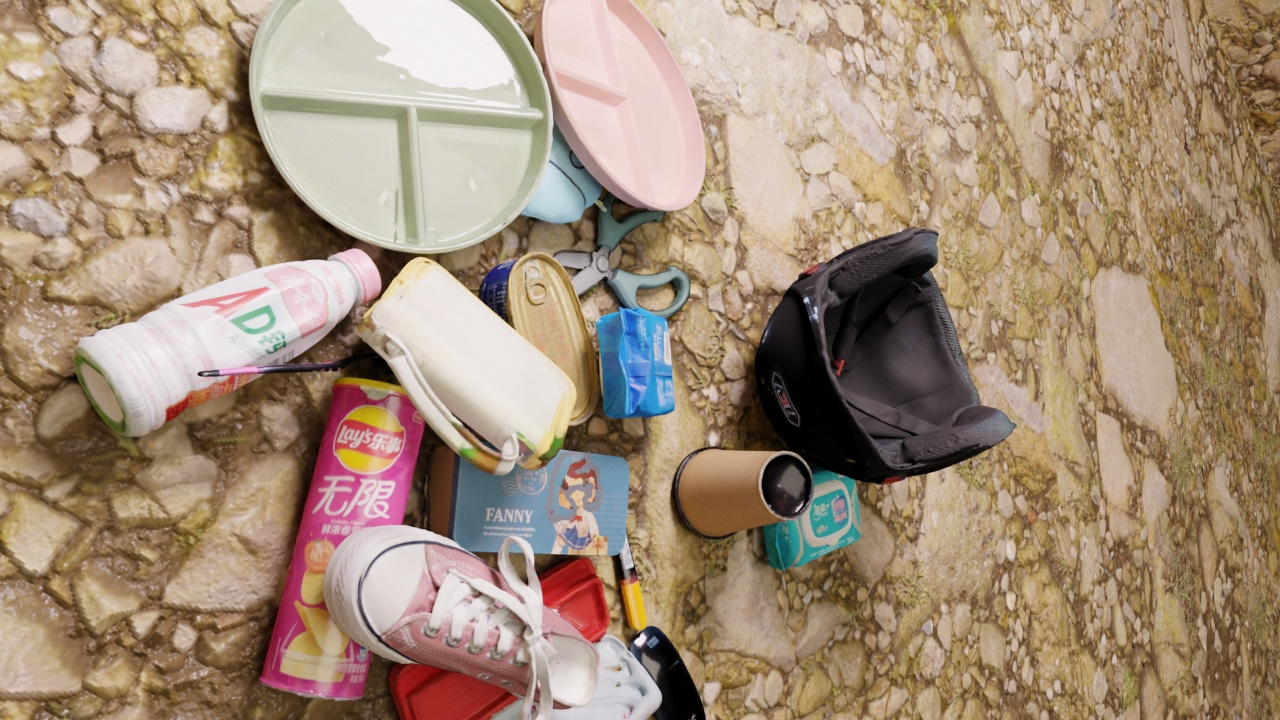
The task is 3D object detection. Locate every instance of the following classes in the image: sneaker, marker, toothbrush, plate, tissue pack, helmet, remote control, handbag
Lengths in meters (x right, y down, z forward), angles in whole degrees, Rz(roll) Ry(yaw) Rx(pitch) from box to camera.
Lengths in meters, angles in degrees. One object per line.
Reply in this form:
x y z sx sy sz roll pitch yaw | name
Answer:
-0.101 0.184 0.633 0.241 0.088 0.118 41 55 -35 | sneaker
-0.015 0.186 0.842 0.018 0.015 0.124 -13 91 -43 | marker
-0.224 0.007 0.629 0.189 0.014 0.018 -8 98 -67 | toothbrush
-0.176 -0.193 0.698 0.229 0.028 0.230 3 84 -31 | plate
-0.005 0.005 0.807 0.157 0.052 0.095 8 78 -80 | tissue pack
0.182 0.166 0.994 0.133 0.050 0.093 -11 93 -41 | tissue pack
-0.016 -0.241 0.844 0.229 0.028 0.229 28 52 -43 | plate
0.228 0.010 0.933 0.274 0.231 0.233 -13 79 -43 | helmet
0.030 0.311 0.860 0.053 0.024 0.136 -37 109 -39 | remote control
-0.128 0.017 0.646 0.163 0.063 0.178 41 15 -13 | handbag

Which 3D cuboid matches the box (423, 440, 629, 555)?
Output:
-0.095 0.113 0.746 0.184 0.063 0.089 10 78 -42 | box

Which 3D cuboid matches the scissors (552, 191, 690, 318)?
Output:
-0.009 -0.085 0.874 0.176 0.019 0.172 -48 117 -36 | scissors

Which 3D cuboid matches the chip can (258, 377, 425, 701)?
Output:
-0.203 0.122 0.642 0.071 0.072 0.210 21 72 -38 | chip can

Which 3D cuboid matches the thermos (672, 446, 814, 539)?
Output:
0.097 0.123 0.869 0.093 0.144 0.093 6 77 -28 | thermos

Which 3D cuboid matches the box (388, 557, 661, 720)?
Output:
-0.088 0.264 0.737 0.200 0.064 0.160 -25 84 -41 | box

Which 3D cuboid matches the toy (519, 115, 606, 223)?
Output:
-0.097 -0.168 0.784 0.156 0.050 0.161 44 56 -20 | toy

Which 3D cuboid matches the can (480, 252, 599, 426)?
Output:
-0.085 -0.015 0.777 0.074 0.049 0.148 -23 101 -41 | can

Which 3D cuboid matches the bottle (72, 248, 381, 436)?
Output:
-0.263 -0.023 0.611 0.196 0.068 0.068 -36 109 -41 | bottle
